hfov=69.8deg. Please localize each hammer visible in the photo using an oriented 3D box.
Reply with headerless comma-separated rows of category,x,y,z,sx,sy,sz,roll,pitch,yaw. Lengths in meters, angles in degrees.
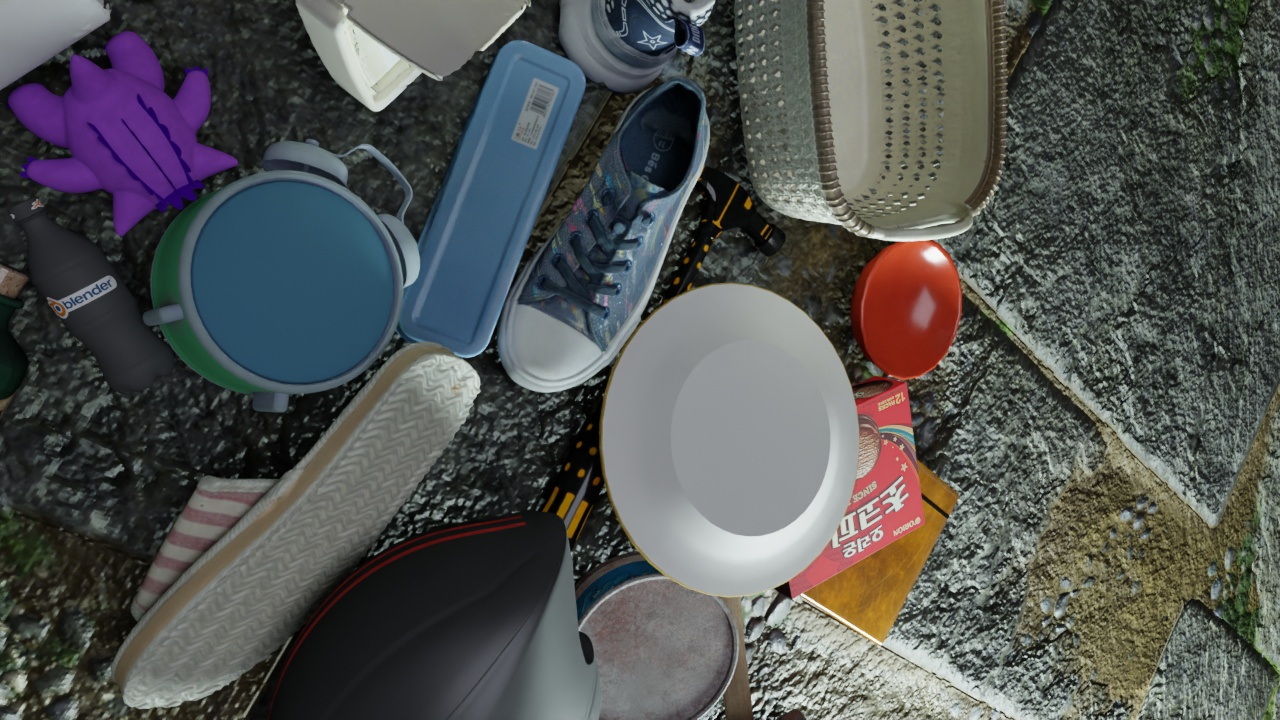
hammer,0.070,0.192,0.732,0.119,0.031,0.331,-16,111,-24
hammer,-0.004,0.004,0.668,0.123,0.036,0.320,33,79,-27

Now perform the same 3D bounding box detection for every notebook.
notebook,0.179,0.126,0.807,0.249,0.014,0.178,36,80,-30

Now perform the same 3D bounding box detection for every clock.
clock,-0.193,-0.056,0.524,0.122,0.075,0.161,48,60,-29

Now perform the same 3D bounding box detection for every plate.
plate,0.077,0.056,0.668,0.229,0.021,0.229,3,85,-29

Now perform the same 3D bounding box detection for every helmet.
helmet,-0.127,0.202,0.549,0.170,0.164,0.264,38,87,-19

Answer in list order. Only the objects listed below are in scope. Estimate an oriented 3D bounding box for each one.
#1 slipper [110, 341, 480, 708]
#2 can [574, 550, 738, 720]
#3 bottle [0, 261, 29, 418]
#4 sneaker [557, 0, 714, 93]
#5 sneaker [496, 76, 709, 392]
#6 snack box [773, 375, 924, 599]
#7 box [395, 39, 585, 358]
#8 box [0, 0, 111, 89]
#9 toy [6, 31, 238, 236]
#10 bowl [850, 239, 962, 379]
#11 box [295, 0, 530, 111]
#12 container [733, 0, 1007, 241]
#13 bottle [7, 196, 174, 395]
slipper,-0.201,0.087,0.531,0.263,0.052,0.115,-48,153,-2
can,0.004,0.210,0.679,0.130,0.044,0.130,-3,102,-14
bottle,-0.343,0.011,0.447,0.061,0.061,0.131,30,82,-29
sneaker,0.035,-0.309,0.580,0.103,0.132,0.269,16,89,-30
sneaker,-0.015,-0.084,0.606,0.087,0.079,0.235,30,82,-9
snack box,0.162,0.102,0.762,0.151,0.036,0.133,-21,109,-26
box,-0.100,-0.104,0.601,0.066,0.049,0.209,21,84,-13
box,-0.296,-0.189,0.440,0.162,0.112,0.084,-35,111,-7
toy,-0.265,-0.117,0.475,0.105,0.056,0.088,-40,114,-20
bowl,0.224,-0.046,0.794,0.121,0.035,0.122,-5,101,-30
box,-0.101,-0.205,0.486,0.095,0.186,0.145,43,80,-14
container,0.164,-0.213,0.668,0.184,0.143,0.246,-13,104,-29
bottle,-0.291,-0.034,0.485,0.036,0.036,0.110,-35,114,-22
